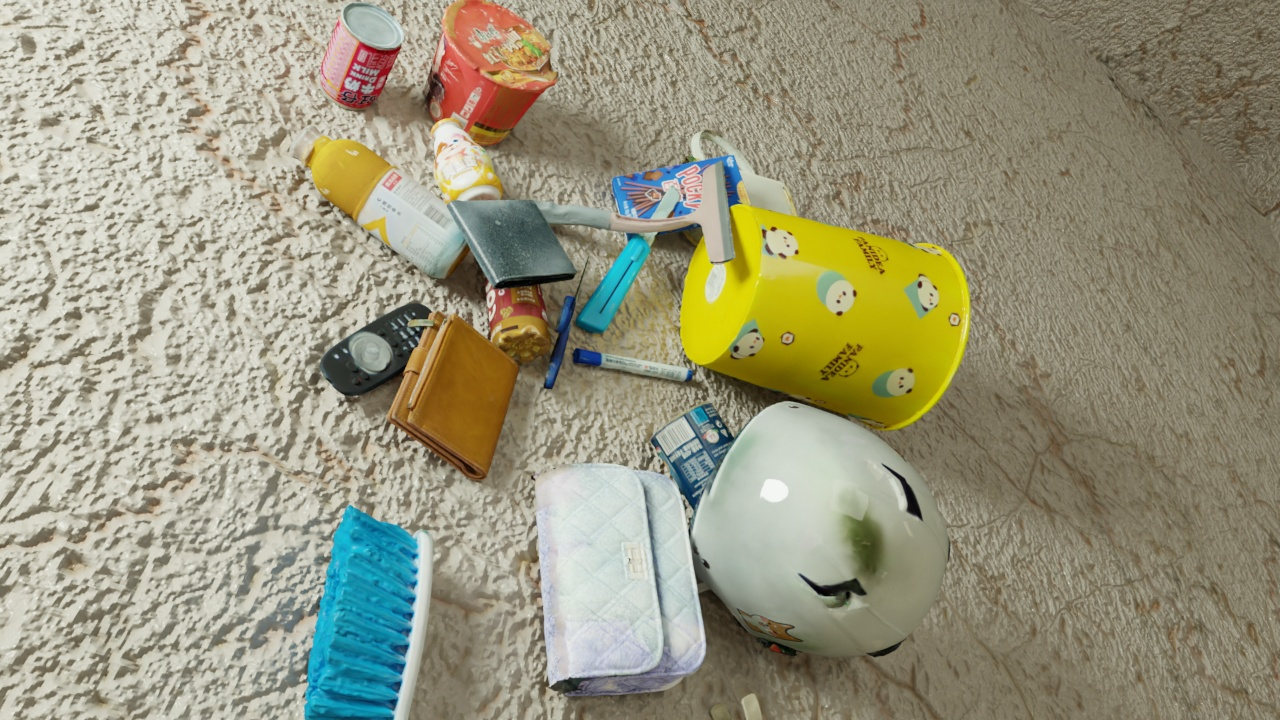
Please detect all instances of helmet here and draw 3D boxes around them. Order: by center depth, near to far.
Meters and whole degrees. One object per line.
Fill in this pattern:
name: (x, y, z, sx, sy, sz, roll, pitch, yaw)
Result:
helmet: (0.187, 0.169, 0.837, 0.274, 0.157, 0.229, 43, 76, -26)

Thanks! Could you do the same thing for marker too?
marker: (-0.006, 0.006, 0.989, 0.145, 0.017, 0.016, 10, 53, -31)

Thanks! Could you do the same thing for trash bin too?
trash bin: (0.198, -0.055, 1.050, 0.255, 0.230, 0.229, 13, 51, -22)

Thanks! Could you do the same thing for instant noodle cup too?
instant noodle cup: (-0.179, -0.320, 1.040, 0.137, 0.109, 0.137, 20, 48, -24)

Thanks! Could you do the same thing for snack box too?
snack box: (0.050, -0.199, 1.121, 0.157, 0.026, 0.084, -12, 61, -4)

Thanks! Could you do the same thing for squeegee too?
squeegee: (-0.026, -0.163, 1.031, 0.249, 0.040, 0.247, 2, 36, 1)

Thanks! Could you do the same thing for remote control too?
remote control: (-0.232, -0.009, 0.824, 0.053, 0.024, 0.136, 50, 42, -3)

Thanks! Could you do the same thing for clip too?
clip: (0.100, 0.341, 0.792, 0.034, 0.071, 0.100, -8, 67, -40)

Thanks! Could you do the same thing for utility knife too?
utility knife: (-0.007, -0.121, 1.044, 0.034, 0.018, 0.237, 36, 58, -10)

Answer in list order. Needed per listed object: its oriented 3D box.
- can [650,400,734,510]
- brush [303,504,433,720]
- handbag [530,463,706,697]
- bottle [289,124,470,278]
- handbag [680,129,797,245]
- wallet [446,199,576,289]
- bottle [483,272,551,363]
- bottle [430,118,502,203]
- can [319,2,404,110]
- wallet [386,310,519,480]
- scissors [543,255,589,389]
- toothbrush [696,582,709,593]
can: (0.068, 0.105, 0.925, 0.075, 0.076, 0.111, -18, 70, -44)
brush: (-0.183, 0.256, 0.642, 0.109, 0.061, 0.313, 21, 51, -28)
handbag: (-0.021, 0.184, 0.793, 0.134, 0.076, 0.193, 4, 54, -20)
bottle: (-0.250, -0.156, 0.892, 0.189, 0.068, 0.067, 36, 44, -8)
handbag: (0.122, -0.222, 1.220, 0.163, 0.063, 0.178, 8, 59, -31)
wallet: (-0.124, -0.118, 0.905, 0.120, 0.019, 0.097, -14, 70, -53)
bottle: (-0.131, -0.083, 0.933, 0.057, 0.058, 0.174, 9, 53, -32)
bottle: (-0.190, -0.206, 0.979, 0.063, 0.063, 0.108, -7, 62, -40)
can: (-0.295, -0.317, 0.962, 0.066, 0.094, 0.066, 20, 48, -24)
wallet: (-0.167, 0.024, 0.825, 0.119, 0.035, 0.130, 39, 42, -27)
scissors: (-0.072, -0.047, 0.928, 0.012, 0.164, 0.162, 14, 75, -1)
toothbrush: (0.071, 0.220, 0.884, 0.179, 0.016, 0.016, -2, 65, -38)
